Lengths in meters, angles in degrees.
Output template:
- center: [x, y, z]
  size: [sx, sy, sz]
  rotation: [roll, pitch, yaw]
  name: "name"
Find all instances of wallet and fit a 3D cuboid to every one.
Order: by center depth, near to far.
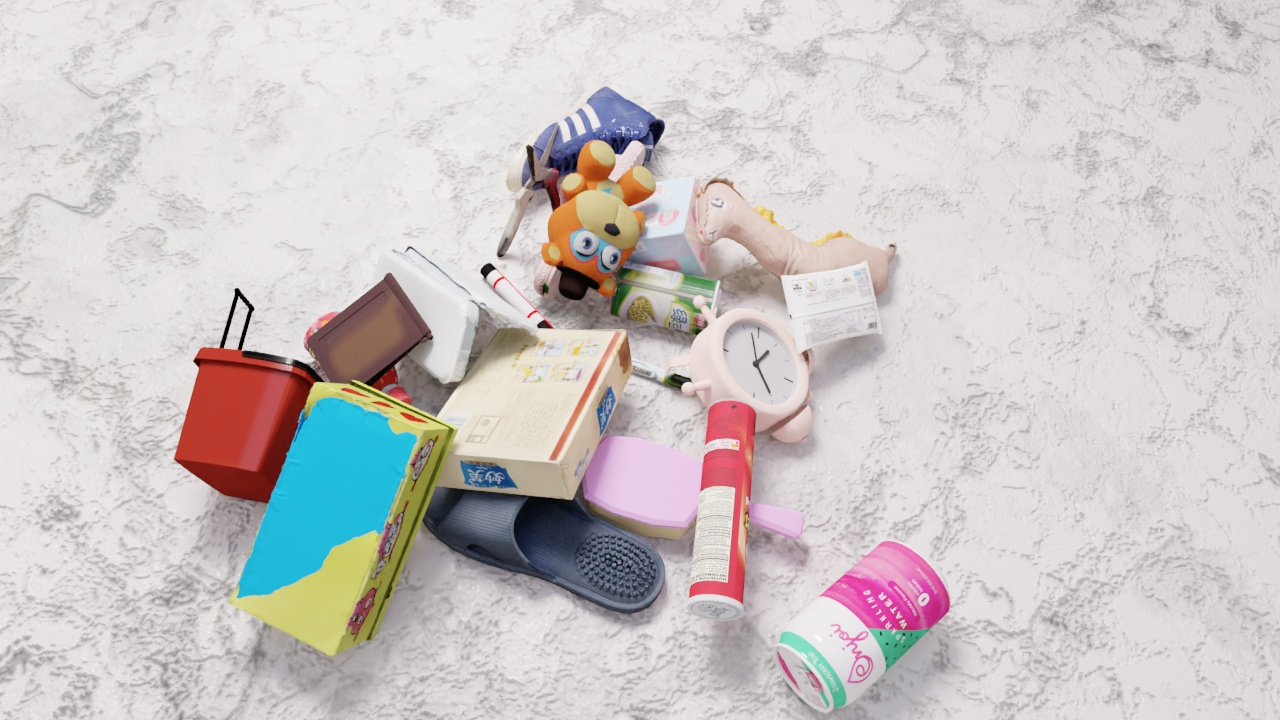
- center: [-0.282, -0.023, 0.954]
  size: [0.115, 0.018, 0.091]
  rotation: [-39, 69, 4]
  name: "wallet"

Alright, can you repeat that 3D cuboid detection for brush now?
- center: [0.052, 0.145, 0.943]
  size: [0.229, 0.043, 0.089]
  rotation: [16, 56, 6]
  name: "brush"

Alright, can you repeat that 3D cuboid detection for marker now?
- center: [-0.006, 0.006, 1.048]
  size: [0.146, 0.017, 0.017]
  rotation: [19, 57, 9]
  name: "marker"
- center: [-0.139, -0.064, 1.082]
  size: [0.019, 0.019, 0.145]
  rotation: [-34, 65, -24]
  name: "marker"

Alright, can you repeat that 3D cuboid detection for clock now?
- center: [0.116, 0.016, 1.013]
  size: [0.160, 0.086, 0.130]
  rotation: [20, 55, -15]
  name: "clock"

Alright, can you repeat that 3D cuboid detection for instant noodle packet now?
- center: [0.219, -0.062, 1.040]
  size: [0.134, 0.026, 0.087]
  rotation: [-12, 90, -31]
  name: "instant noodle packet"

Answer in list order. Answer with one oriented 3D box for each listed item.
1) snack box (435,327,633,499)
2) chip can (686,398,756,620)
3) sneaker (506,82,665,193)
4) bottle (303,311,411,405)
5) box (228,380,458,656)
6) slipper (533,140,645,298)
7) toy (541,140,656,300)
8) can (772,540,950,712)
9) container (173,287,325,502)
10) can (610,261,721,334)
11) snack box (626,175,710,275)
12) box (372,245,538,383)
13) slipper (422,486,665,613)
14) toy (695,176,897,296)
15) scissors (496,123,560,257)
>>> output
- center: [-0.110, 0.046, 0.936]
  size: [0.153, 0.055, 0.206]
  rotation: [2, 38, 19]
  name: "snack box"
- center: [0.081, 0.139, 0.891]
  size: [0.052, 0.052, 0.214]
  rotation: [8, 56, 1]
  name: "chip can"
- center: [-0.059, -0.265, 1.187]
  size: [0.118, 0.092, 0.232]
  rotation: [28, 50, 11]
  name: "sneaker"
- center: [-0.302, 0.009, 0.995]
  size: [0.061, 0.062, 0.137]
  rotation: [-38, 66, -26]
  name: "bottle"
- center: [-0.268, 0.138, 0.837]
  size: [0.124, 0.083, 0.221]
  rotation: [20, 90, 11]
  name: "box"
- center: [-0.073, -0.179, 1.122]
  size: [0.064, 0.094, 0.238]
  rotation: [29, 64, 9]
  name: "slipper"
- center: [-0.050, -0.150, 1.025]
  size: [0.112, 0.096, 0.176]
  rotation: [25, 86, -31]
  name: "toy"
- center: [0.209, 0.246, 0.861]
  size: [0.165, 0.088, 0.088]
  rotation: [-33, 65, -23]
  name: "can"
- center: [-0.374, 0.030, 0.924]
  size: [0.127, 0.148, 0.200]
  rotation: [7, 65, 5]
  name: "container"
- center: [0.031, -0.072, 1.072]
  size: [0.121, 0.067, 0.067]
  rotation: [13, 56, 5]
  name: "can"
- center: [0.030, -0.156, 1.104]
  size: [0.093, 0.079, 0.094]
  rotation: [-6, 53, 25]
  name: "snack box"
- center: [-0.219, -0.046, 1.005]
  size: [0.211, 0.130, 0.106]
  rotation: [35, 100, 49]
  name: "box"
- center: [-0.096, 0.159, 0.900]
  size: [0.264, 0.083, 0.101]
  rotation: [22, 55, 9]
  name: "slipper"
- center: [0.187, -0.147, 1.103]
  size: [0.264, 0.065, 0.195]
  rotation: [37, 54, -7]
  name: "toy"
- center: [-0.126, -0.194, 1.088]
  size: [0.015, 0.196, 0.179]
  rotation: [43, 103, 12]
  name: "scissors"
